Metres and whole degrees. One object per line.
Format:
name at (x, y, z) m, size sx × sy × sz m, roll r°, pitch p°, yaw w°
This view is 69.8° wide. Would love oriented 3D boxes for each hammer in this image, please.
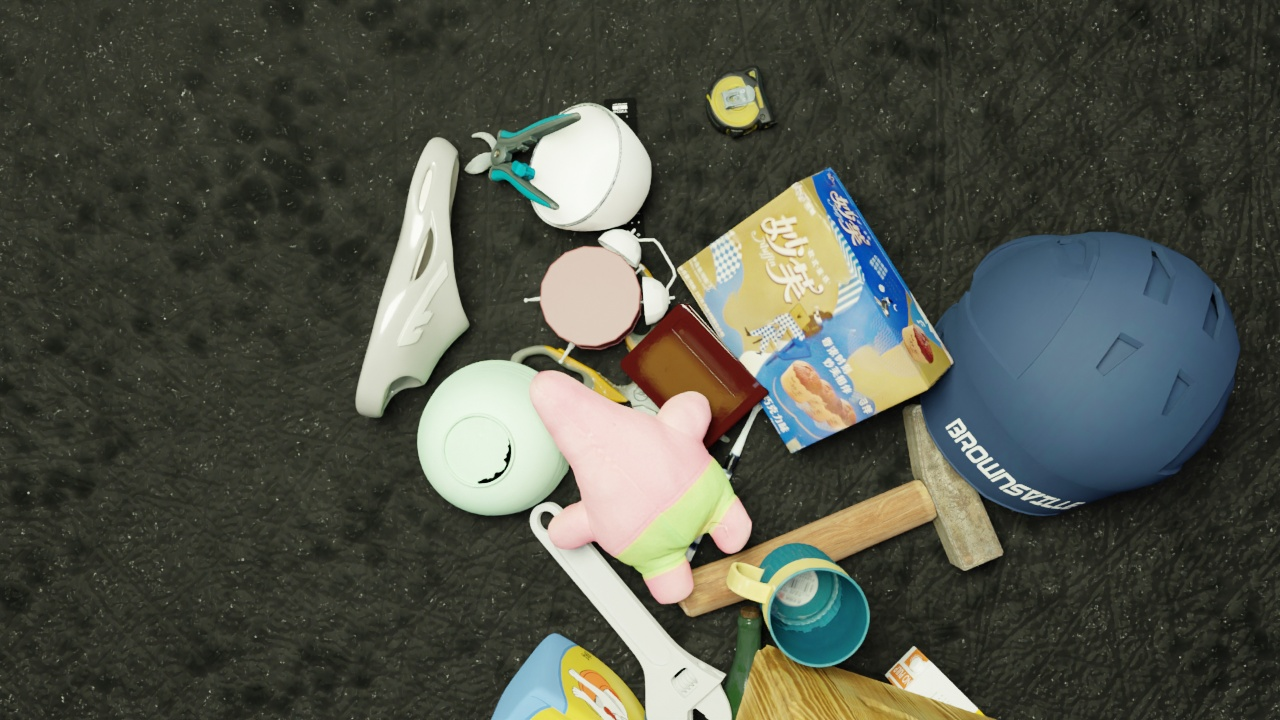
hammer at (0.171, 0.165, 0.870) m, size 0.301 × 0.037 × 0.158 m, roll -23°, pitch 89°, yaw 0°

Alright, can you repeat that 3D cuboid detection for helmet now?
helmet at (0.396, -0.013, 0.805) m, size 0.232 × 0.224 × 0.271 m, roll 34°, pitch 52°, yaw 0°

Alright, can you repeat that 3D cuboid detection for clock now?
clock at (-0.034, -0.062, 0.854) m, size 0.137 × 0.048 × 0.096 m, roll -30°, pitch 85°, yaw 0°

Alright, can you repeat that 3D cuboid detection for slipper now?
slipper at (-0.192, -0.071, 0.853) m, size 0.080 × 0.113 × 0.265 m, roll 15°, pitch 83°, yaw -11°

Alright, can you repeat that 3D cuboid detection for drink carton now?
drink carton at (0.288, 0.327, 0.855) m, size 0.040 × 0.058 × 0.122 m, roll -45°, pitch 89°, yaw -1°

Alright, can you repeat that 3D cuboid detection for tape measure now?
tape measure at (0.093, -0.247, 0.882) m, size 0.061 × 0.034 × 0.061 m, roll -19°, pitch 88°, yaw 2°

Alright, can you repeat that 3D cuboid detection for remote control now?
remote control at (-0.016, -0.186, 0.894) m, size 0.030 × 0.009 × 0.140 m, roll -4°, pitch 89°, yaw 0°

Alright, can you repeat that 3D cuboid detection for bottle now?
bottle at (0.099, 0.315, 0.851) m, size 0.055 × 0.055 × 0.174 m, roll 2°, pitch 93°, yaw 0°

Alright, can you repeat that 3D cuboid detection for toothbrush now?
toothbrush at (0.082, 0.109, 0.882) m, size 0.012 × 0.017 × 0.187 m, roll 25°, pitch 89°, yaw 4°

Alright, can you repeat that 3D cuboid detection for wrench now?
wrench at (-0.018, 0.248, 0.859) m, size 0.273 × 0.018 × 0.087 m, roll 47°, pitch 107°, yaw 13°

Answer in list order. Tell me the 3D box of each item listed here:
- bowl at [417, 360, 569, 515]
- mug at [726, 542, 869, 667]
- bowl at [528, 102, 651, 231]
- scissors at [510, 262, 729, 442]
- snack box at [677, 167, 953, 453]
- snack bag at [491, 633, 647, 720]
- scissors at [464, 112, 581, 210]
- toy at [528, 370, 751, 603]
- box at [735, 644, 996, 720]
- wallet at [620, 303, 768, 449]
bowl at (-0.141, 0.077, 0.849) m, size 0.151 × 0.077 × 0.151 m, roll 0°, pitch 95°, yaw 5°
mug at (0.130, 0.202, 0.797) m, size 0.113 × 0.107 × 0.083 m, roll 19°, pitch 93°, yaw 0°
bowl at (-0.041, -0.172, 0.848) m, size 0.117 × 0.065 × 0.116 m, roll -8°, pitch 77°, yaw 38°
scissors at (-0.006, 0.008, 0.886) m, size 0.225 × 0.016 × 0.216 m, roll 24°, pitch 89°, yaw 1°
snack box at (0.152, -0.041, 0.819) m, size 0.155 × 0.069 × 0.202 m, roll -33°, pitch 89°, yaw 41°
snack bag at (-0.031, 0.354, 0.807) m, size 0.205 × 0.159 × 0.102 m, roll 37°, pitch 91°, yaw 0°
scissors at (-0.106, -0.193, 0.849) m, size 0.125 × 0.019 × 0.154 m, roll -50°, pitch 57°, yaw 20°
toy at (-0.012, 0.099, 0.814) m, size 0.192 × 0.097 × 0.236 m, roll -43°, pitch 97°, yaw 3°
box at (0.197, 0.439, 0.686) m, size 0.284 × 0.279 × 0.323 m, roll 16°, pitch 87°, yaw 0°
wallet at (0.047, 0.017, 0.848) m, size 0.092 × 0.018 × 0.115 m, roll -44°, pitch 80°, yaw 17°
